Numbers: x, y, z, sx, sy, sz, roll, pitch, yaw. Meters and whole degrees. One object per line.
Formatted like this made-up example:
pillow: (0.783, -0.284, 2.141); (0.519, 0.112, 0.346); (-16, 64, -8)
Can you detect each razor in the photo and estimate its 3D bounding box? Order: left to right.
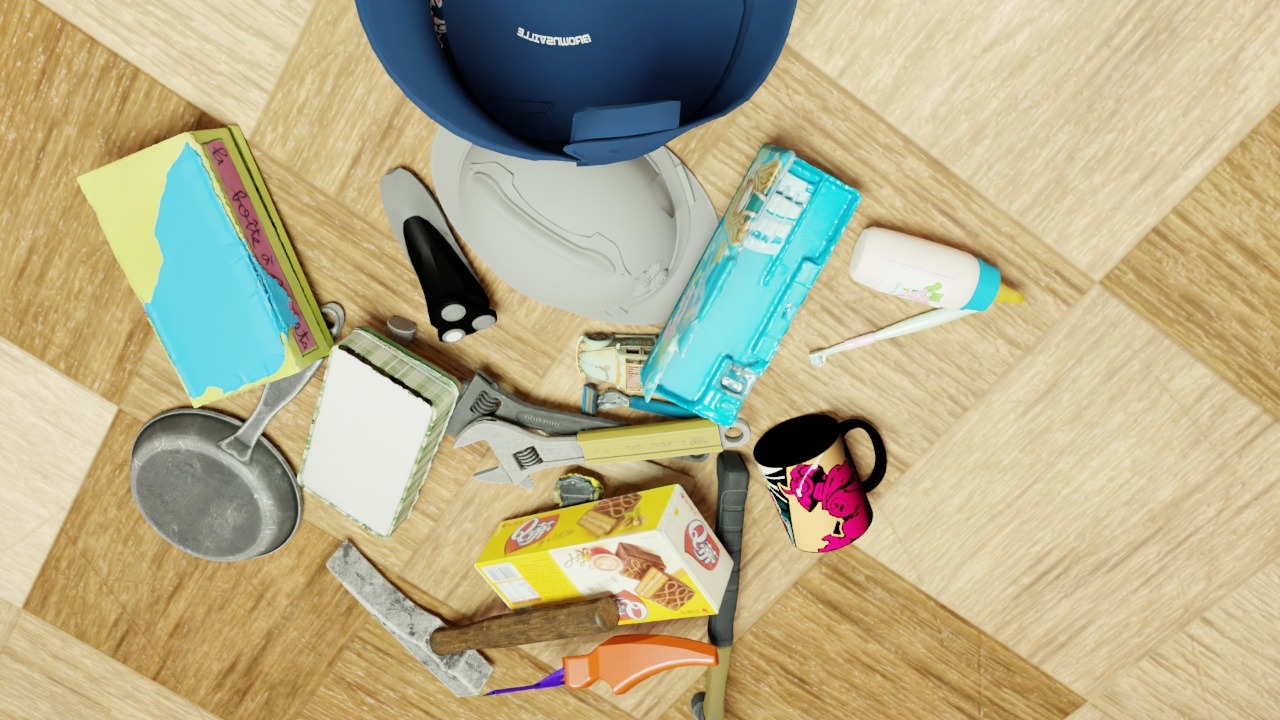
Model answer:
razor: (-0.183, -0.094, 0.807); (0.057, 0.060, 0.156); (-24, 90, 4)
razor: (0.016, 0.046, 0.863); (0.144, 0.022, 0.042); (9, 129, 2)

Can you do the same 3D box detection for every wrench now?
wrench: (-0.068, 0.060, 0.859); (0.273, 0.018, 0.073); (12, 119, -3)
wrench: (-0.035, 0.076, 0.846); (0.273, 0.018, 0.084); (-8, 120, 6)

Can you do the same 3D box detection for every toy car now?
toy car: (-0.053, 0.150, 0.908); (0.049, 0.030, 0.107); (3, 129, 19)
toy car: (-0.005, 0.004, 0.832); (0.112, 0.047, 0.047); (2, 116, 4)

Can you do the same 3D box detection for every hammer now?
hammer: (-0.156, 0.240, 0.900); (0.301, 0.036, 0.218); (-22, 115, 40)
hammer: (-0.104, 0.068, 0.891); (0.331, 0.030, 0.120); (20, 116, -6)
hammer: (0.081, 0.252, 0.912); (0.025, 0.117, 0.333); (0, 110, -7)

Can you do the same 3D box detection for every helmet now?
helmet: (-0.055, -0.250, 0.620); (0.271, 0.223, 0.232); (-2, 102, -25)
helmet: (-0.057, -0.107, 0.748); (0.271, 0.117, 0.184); (31, 114, -10)

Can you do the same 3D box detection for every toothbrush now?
toothbrush: (0.224, -0.025, 0.810); (0.155, 0.015, 0.022); (-20, 145, 15)

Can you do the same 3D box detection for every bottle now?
bottle: (0.251, -0.070, 0.767); (0.146, 0.051, 0.051); (16, 115, -1)

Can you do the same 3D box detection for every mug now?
mug: (0.174, 0.103, 0.847); (0.118, 0.082, 0.098); (-29, 111, -11)

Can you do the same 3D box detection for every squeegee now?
squeegee: (-0.015, 0.296, 0.892); (0.185, 0.249, 0.055); (-10, 71, 15)

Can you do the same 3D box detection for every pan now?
pan: (-0.393, 0.078, 0.916); (0.187, 0.055, 0.358); (37, 117, -10)

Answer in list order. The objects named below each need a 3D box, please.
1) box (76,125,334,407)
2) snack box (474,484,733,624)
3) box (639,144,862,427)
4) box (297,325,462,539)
box: (-0.374, -0.080, 0.807); (0.124, 0.080, 0.221); (-19, 106, 13)
snack box: (-0.037, 0.195, 0.873); (0.231, 0.061, 0.110); (-18, 118, 35)
box: (0.089, -0.050, 0.731); (0.098, 0.121, 0.227); (26, 102, -8)
box: (-0.249, 0.071, 0.860); (0.117, 0.049, 0.206); (31, 127, 5)
